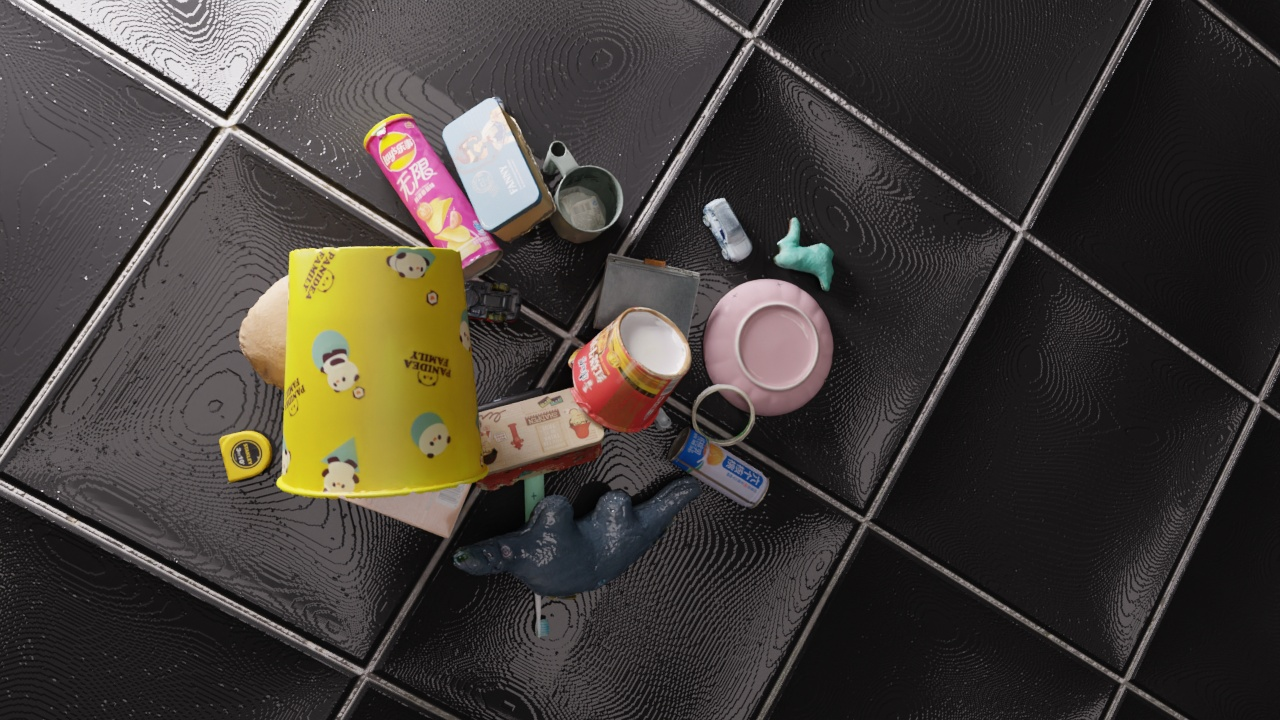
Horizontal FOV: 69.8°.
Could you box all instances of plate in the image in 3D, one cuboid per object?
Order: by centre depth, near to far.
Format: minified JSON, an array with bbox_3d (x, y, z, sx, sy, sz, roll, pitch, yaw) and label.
[{"bbox_3d":[0.183,-0.019,1.269,0.192,0.039,0.192,0,89,-13],"label":"plate"}]

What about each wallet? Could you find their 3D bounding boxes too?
[{"bbox_3d":[0.009,-0.083,1.233,0.129,0.037,0.106,10,97,-11],"label":"wallet"}]

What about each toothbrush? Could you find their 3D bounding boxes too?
[{"bbox_3d":[-0.135,0.249,1.195,0.027,0.026,0.224,-1,89,-24],"label":"toothbrush"}]

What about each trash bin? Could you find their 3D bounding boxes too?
[{"bbox_3d":[-0.288,0.006,1.021,0.229,0.230,0.255,-2,95,-13],"label":"trash bin"}]

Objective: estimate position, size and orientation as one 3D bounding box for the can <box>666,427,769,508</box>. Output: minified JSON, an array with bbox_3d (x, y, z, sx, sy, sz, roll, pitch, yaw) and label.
[{"bbox_3d":[0.106,0.146,1.239,0.134,0.053,0.053,32,82,-10],"label":"can"}]

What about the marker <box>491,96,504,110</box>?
[{"bbox_3d":[-0.178,-0.280,1.204,0.018,0.022,0.130,-11,92,26],"label":"marker"}]

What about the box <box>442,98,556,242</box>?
[{"bbox_3d":[-0.174,-0.230,1.140,0.090,0.059,0.184,-32,66,11],"label":"box"}]

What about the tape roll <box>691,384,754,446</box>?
[{"bbox_3d":[0.112,0.075,1.248,0.086,0.014,0.086,0,107,0],"label":"tape roll"}]

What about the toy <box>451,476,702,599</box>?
[{"bbox_3d":[-0.077,0.231,1.153,0.355,0.091,0.138,-8,126,-35],"label":"toy"}]

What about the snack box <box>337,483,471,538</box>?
[{"bbox_3d":[-0.300,0.159,1.160,0.157,0.026,0.084,24,84,-11],"label":"snack box"}]

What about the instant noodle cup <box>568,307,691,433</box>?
[{"bbox_3d":[-0.007,0.007,1.160,0.137,0.109,0.137,22,45,-23],"label":"instant noodle cup"}]

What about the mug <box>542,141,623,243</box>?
[{"bbox_3d":[-0.083,-0.215,1.181,0.083,0.103,0.124,-34,95,-12],"label":"mug"}]

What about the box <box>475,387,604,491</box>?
[{"bbox_3d":[-0.136,0.105,1.171,0.168,0.077,0.091,-15,61,-12],"label":"box"}]

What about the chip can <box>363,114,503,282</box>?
[{"bbox_3d":[-0.255,-0.200,1.138,0.071,0.071,0.210,-34,85,-12],"label":"chip can"}]

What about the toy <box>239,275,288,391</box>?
[{"bbox_3d":[-0.379,-0.058,1.126,0.225,0.082,0.143,-40,112,-14],"label":"toy"}]

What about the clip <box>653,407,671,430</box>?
[{"bbox_3d":[0.020,0.068,1.242,0.024,0.029,0.057,-35,86,-14],"label":"clip"}]

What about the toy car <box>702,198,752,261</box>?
[{"bbox_3d":[0.122,-0.180,1.263,0.043,0.034,0.090,-31,97,-15],"label":"toy car"}]

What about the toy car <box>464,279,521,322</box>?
[{"bbox_3d":[-0.213,-0.076,1.177,0.120,0.045,0.053,9,84,-6],"label":"toy car"}]

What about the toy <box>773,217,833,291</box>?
[{"bbox_3d":[0.230,-0.150,1.289,0.092,0.030,0.096,8,81,-15],"label":"toy"}]

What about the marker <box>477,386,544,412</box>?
[{"bbox_3d":[-0.188,0.062,1.192,0.132,0.020,0.022,-16,71,-13],"label":"marker"}]

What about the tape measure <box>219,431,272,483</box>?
[{"bbox_3d":[-0.480,0.115,1.120,0.057,0.029,0.060,-15,92,-12],"label":"tape measure"}]
